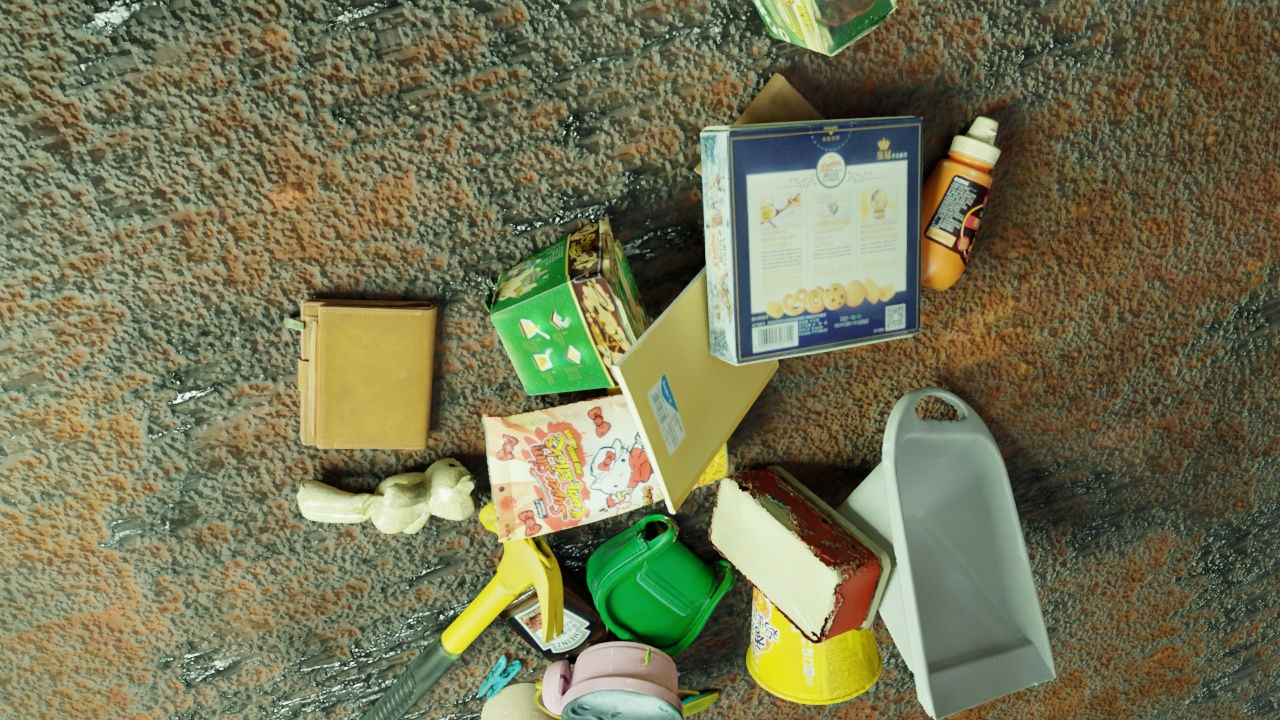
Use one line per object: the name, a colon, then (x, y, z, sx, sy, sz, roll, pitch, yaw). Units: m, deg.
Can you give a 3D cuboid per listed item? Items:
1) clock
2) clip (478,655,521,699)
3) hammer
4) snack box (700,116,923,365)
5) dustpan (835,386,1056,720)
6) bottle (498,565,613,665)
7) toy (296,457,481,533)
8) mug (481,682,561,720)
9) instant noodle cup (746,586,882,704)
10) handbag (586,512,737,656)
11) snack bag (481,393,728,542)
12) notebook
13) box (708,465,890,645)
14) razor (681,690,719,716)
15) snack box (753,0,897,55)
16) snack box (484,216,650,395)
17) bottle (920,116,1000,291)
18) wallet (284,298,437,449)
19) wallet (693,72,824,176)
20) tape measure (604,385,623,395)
clock: (-0.032, 0.329, 0.897, 0.159, 0.059, 0.117, -23, 128, 23)
clip: (-0.146, 0.327, 0.946, 0.047, 0.014, 0.057, 33, 105, -28)
hammer: (-0.179, 0.270, 0.872, 0.301, 0.129, 0.032, -48, 162, 22)
snack box: (0.141, -0.099, 0.738, 0.177, 0.046, 0.182, -9, 104, -21)
dustpan: (0.302, 0.162, 0.857, 0.222, 0.257, 0.143, 4, 133, -40)
bottle: (-0.064, 0.275, 0.923, 0.080, 0.044, 0.195, -32, 121, 12)
toy: (-0.219, 0.119, 0.801, 0.157, 0.066, 0.105, -2, 149, -9)
mug: (-0.102, 0.408, 0.946, 0.124, 0.103, 0.084, 35, 104, -26)
instant noodle cup: (0.172, 0.258, 0.929, 0.138, 0.138, 0.110, -10, 109, -9)
handbag: (0.019, 0.218, 0.900, 0.120, 0.068, 0.131, -44, 118, 9)
snack bag: (-0.030, 0.086, 0.803, 0.207, 0.073, 0.129, -11, 117, -18)
notebook: (0.055, 0.004, 0.755, 0.010, 0.205, 0.146, 4, 128, 36)
box: (0.135, 0.173, 0.842, 0.080, 0.168, 0.091, -7, 119, -33)
razor: (0.026, 0.381, 1.010, 0.132, 0.028, 0.043, -3, 113, -14)
snack box: (0.079, -0.328, 0.614, 0.063, 0.114, 0.240, -35, 119, 4)
snack box: (-0.055, -0.035, 0.739, 0.106, 0.118, 0.117, -17, 119, 9)
bottle: (0.269, -0.137, 0.792, 0.066, 0.066, 0.150, 16, 104, -21)
wallet: (-0.231, 0.013, 0.754, 0.119, 0.035, 0.131, 3, 114, -16)
wallet: (0.117, -0.163, 0.762, 0.115, 0.020, 0.101, 34, 105, -28)
tape measure: (-0.005, 0.005, 0.810, 0.060, 0.029, 0.057, -11, 119, -11)
